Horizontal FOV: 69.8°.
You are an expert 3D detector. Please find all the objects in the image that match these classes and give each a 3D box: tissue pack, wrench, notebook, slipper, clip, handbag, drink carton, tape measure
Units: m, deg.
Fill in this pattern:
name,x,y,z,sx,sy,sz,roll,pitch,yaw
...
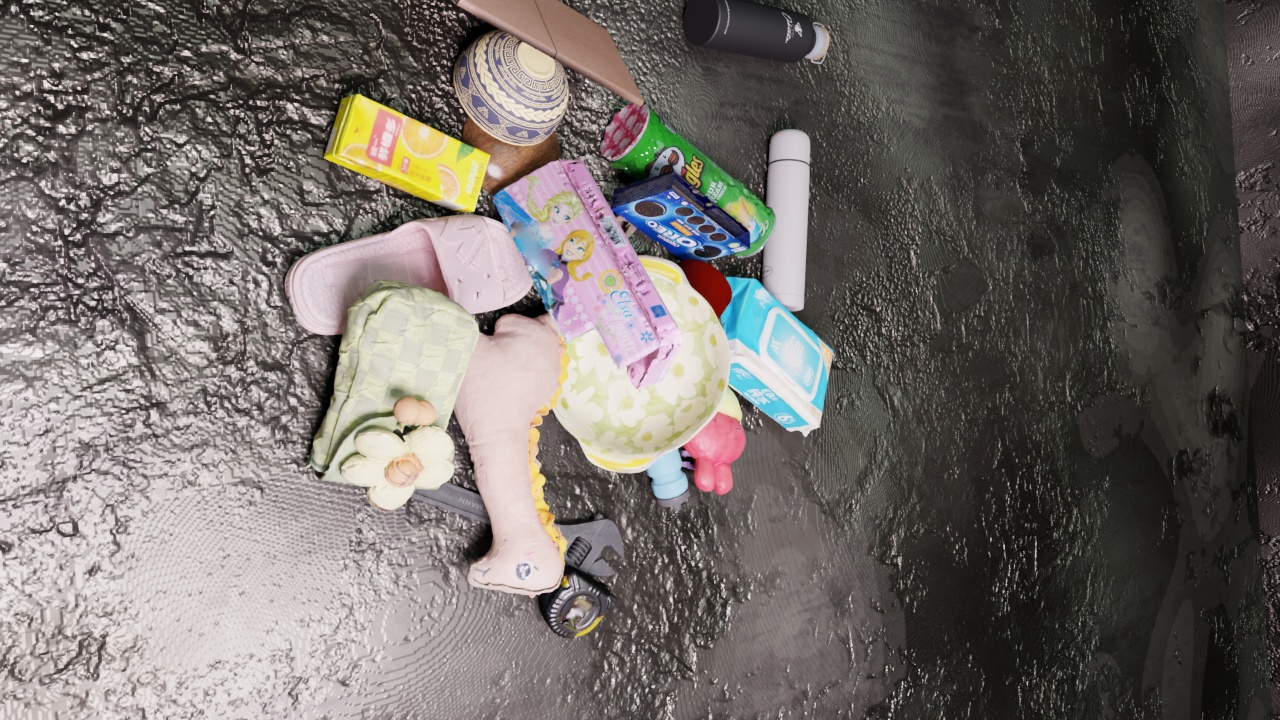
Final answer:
name,x,y,z,sx,sy,sz,roll,pitch,yaw
tissue pack,0.161,-0.001,1.103,0.209,0.066,0.116,38,56,-34
wrench,-0.120,0.157,0.894,0.273,0.018,0.073,29,69,-34
notebook,-0.096,-0.330,0.888,0.209,0.008,0.141,18,37,-38
slipper,-0.190,-0.080,0.817,0.238,0.065,0.094,-16,98,-38
clip,-0.017,-0.139,0.992,0.060,0.025,0.043,-30,107,-42
clip,0.066,0.119,1.055,0.053,0.013,0.036,32,67,-32
handbag,-0.198,0.034,0.752,0.113,0.117,0.187,9,108,-32
drink carton,-0.207,-0.183,0.819,0.134,0.043,0.058,19,84,-39
tape measure,-0.067,0.242,0.908,0.067,0.038,0.062,40,89,-32

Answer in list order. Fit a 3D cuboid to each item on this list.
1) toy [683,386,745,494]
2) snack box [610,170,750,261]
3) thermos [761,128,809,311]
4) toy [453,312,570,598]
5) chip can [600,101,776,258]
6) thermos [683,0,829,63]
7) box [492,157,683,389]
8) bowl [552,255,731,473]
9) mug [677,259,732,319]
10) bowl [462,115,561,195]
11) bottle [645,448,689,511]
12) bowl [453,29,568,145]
name,x,y,z,sx,sy,sz,roll,pitch,yaw
toy,0.083,0.086,1.042,0.091,0.045,0.135,23,60,-31
snack box,0.045,-0.150,0.989,0.150,0.082,0.027,28,59,-46
thermos,0.181,-0.175,1.141,0.052,0.052,0.224,9,82,-40
toy,-0.100,0.081,0.864,0.195,0.065,0.264,-19,88,-21
chip can,0.059,-0.196,1.027,0.223,0.076,0.075,31,68,-35
thermos,0.156,-0.402,1.127,0.230,0.061,0.061,-7,92,-40
box,-0.057,-0.080,0.856,0.096,0.085,0.230,-17,65,-25
bowl,-0.006,0.005,0.934,0.188,0.060,0.219,10,82,2
mug,0.054,-0.048,1.023,0.082,0.073,0.106,-54,148,-28
bowl,-0.119,-0.210,0.907,0.114,0.026,0.102,5,84,-40
bottle,0.022,0.104,1.000,0.040,0.040,0.130,-26,104,-38
bowl,-0.113,-0.269,0.873,0.112,0.061,0.112,15,62,-31
